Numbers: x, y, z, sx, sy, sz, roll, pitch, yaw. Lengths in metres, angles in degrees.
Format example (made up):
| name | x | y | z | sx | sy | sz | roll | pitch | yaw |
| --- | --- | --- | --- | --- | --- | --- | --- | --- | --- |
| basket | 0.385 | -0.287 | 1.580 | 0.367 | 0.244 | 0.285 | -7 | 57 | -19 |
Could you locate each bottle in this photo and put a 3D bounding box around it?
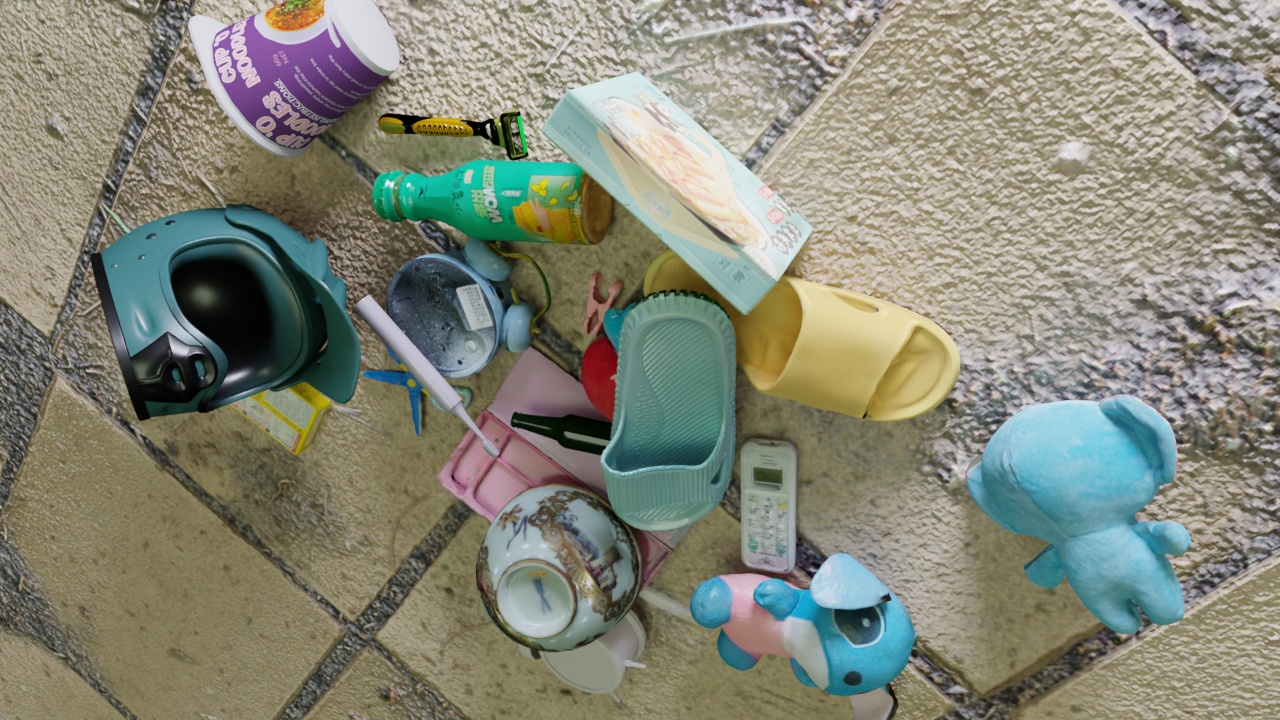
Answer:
| name | x | y | z | sx | sy | sz | roll | pitch | yaw |
| --- | --- | --- | --- | --- | --- | --- | --- | --- | --- |
| bottle | -0.131 | -0.138 | 0.788 | 0.210 | 0.067 | 0.068 | 6 | 114 | 19 |
| bottle | -0.060 | 0.067 | 0.849 | 0.123 | 0.033 | 0.033 | 11 | 116 | 10 |

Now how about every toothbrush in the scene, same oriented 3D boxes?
| name | x | y | z | sx | sy | sz | roll | pitch | yaw |
| --- | --- | --- | --- | --- | --- | --- | --- | --- | --- |
| toothbrush | -0.193 | 0.017 | 0.842 | 0.188 | 0.018 | 0.019 | 49 | 128 | -5 |

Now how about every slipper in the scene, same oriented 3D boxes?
| name | x | y | z | sx | sy | sz | roll | pitch | yaw |
| --- | --- | --- | --- | --- | --- | --- | --- | --- | --- |
| slipper | 0.025 | 0.063 | 0.759 | 0.116 | 0.069 | 0.277 | 1 | 130 | -1 |
| slipper | 0.119 | -0.017 | 0.738 | 0.263 | 0.078 | 0.100 | 24 | 120 | 12 |

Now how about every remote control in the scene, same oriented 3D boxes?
| name | x | y | z | sx | sy | sz | roll | pitch | yaw |
| --- | --- | --- | --- | --- | --- | --- | --- | --- | --- |
| remote control | 0.117 | 0.132 | 0.835 | 0.050 | 0.022 | 0.133 | 6 | 114 | 20 |

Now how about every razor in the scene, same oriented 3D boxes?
| name | x | y | z | sx | sy | sz | roll | pitch | yaw |
| --- | --- | --- | --- | --- | --- | --- | --- | --- | --- |
| razor | -0.166 | -0.203 | 0.800 | 0.144 | 0.021 | 0.044 | 8 | 133 | 17 |

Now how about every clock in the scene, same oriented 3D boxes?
| name | x | y | z | sx | sy | sz | roll | pitch | yaw |
| --- | --- | --- | --- | --- | --- | --- | --- | --- | --- |
| clock | -0.069 | 0.277 | 0.947 | 0.159 | 0.060 | 0.120 | 32 | 130 | 5 |
| clock | -0.157 | -0.050 | 0.842 | 0.162 | 0.059 | 0.118 | -12 | 108 | 25 |

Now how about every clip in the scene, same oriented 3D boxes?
| name | x | y | z | sx | sy | sz | roll | pitch | yaw |
| --- | --- | --- | --- | --- | --- | --- | --- | --- | --- |
| clip | -0.031 | -0.049 | 0.816 | 0.045 | 0.023 | 0.060 | -1 | 106 | 23 |

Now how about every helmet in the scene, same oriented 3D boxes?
| name | x | y | z | sx | sy | sz | roll | pitch | yaw |
| --- | --- | --- | --- | --- | --- | --- | --- | --- | --- |
| helmet | -0.363 | -0.042 | 0.828 | 0.275 | 0.199 | 0.177 | 34 | 134 | 51 |

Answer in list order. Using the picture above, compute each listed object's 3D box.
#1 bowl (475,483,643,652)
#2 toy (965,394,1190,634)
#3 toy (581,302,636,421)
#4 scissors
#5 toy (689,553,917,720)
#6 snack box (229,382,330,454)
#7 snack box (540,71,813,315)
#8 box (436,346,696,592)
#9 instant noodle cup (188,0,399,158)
| name | x | y | z | sx | sy | sz | roll | pitch | yaw |
| --- | --- | --- | --- | --- | --- | --- | --- | --- | --- |
| bowl | -0.084 | 0.201 | 0.841 | 0.160 | 0.093 | 0.160 | 1 | 98 | 9 |
| toy | 0.343 | 0.111 | 0.690 | 0.180 | 0.114 | 0.184 | 60 | 143 | 10 |
| toy | -0.005 | 0.005 | 0.799 | 0.092 | 0.062 | 0.133 | 26 | 130 | 6 |
| scissors | -0.227 | 0.020 | 0.929 | 0.126 | 0.013 | 0.125 | 10 | 114 | 20 |
| toy | 0.152 | 0.254 | 0.836 | 0.192 | 0.098 | 0.224 | 0 | 131 | 25 |
| snack box | -0.414 | 0.029 | 0.998 | 0.152 | 0.025 | 0.075 | 37 | 120 | 3 |
| snack box | 0.034 | -0.131 | 0.683 | 0.193 | 0.141 | 0.044 | 41 | 120 | 0 |
| box | -0.060 | 0.117 | 0.892 | 0.232 | 0.040 | 0.179 | 38 | 104 | 3 |
| instant noodle cup | -0.282 | -0.259 | 0.772 | 0.122 | 0.121 | 0.137 | -23 | 130 | 18 |
